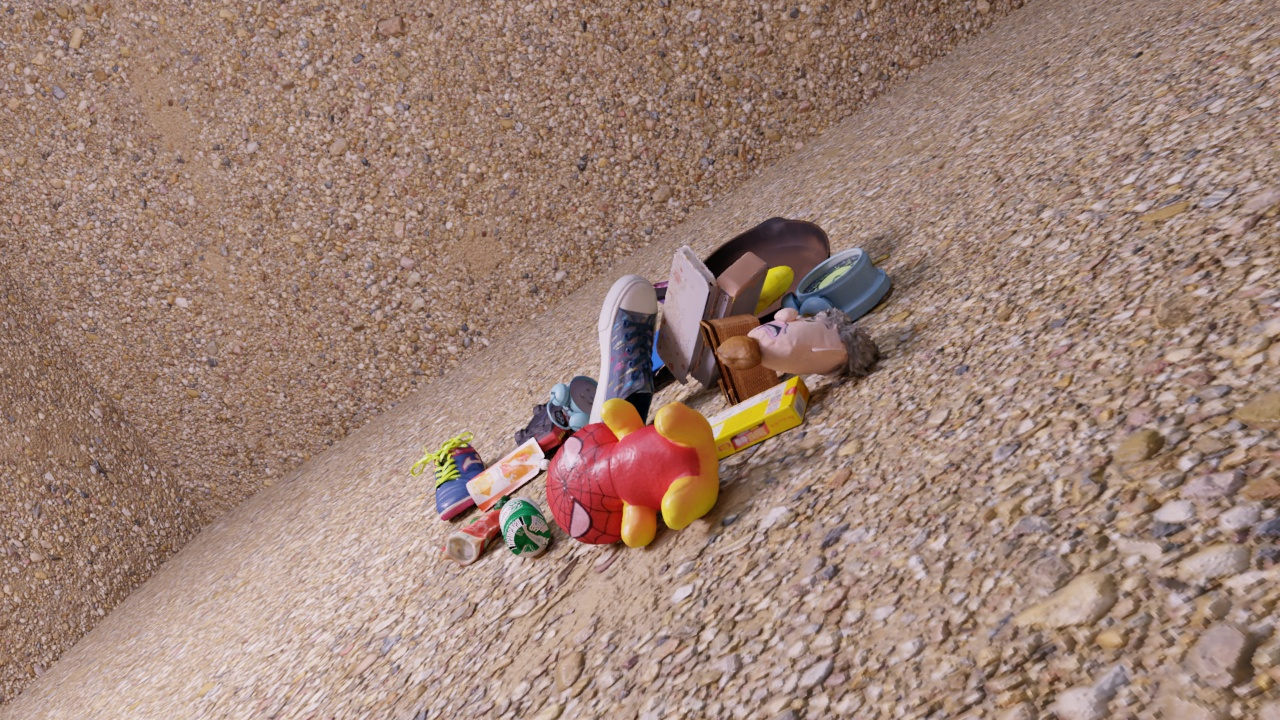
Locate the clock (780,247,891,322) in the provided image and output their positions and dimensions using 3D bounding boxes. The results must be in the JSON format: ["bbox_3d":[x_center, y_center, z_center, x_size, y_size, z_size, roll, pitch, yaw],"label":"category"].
[{"bbox_3d":[0.243,-0.080,1.171,0.162,0.060,0.118,-40,14,-10],"label":"clock"}]

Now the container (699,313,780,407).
[{"bbox_3d":[0.118,-0.001,1.080,0.061,0.114,0.063,-21,12,-3],"label":"container"}]

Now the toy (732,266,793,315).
[{"bbox_3d":[0.162,-0.093,1.217,0.096,0.041,0.094,-32,8,42],"label":"toy"}]

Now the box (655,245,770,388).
[{"bbox_3d":[0.095,-0.056,1.172,0.107,0.095,0.217,-16,-32,-17],"label":"box"}]

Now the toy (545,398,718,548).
[{"bbox_3d":[-0.013,0.118,0.927,0.217,0.098,0.147,-18,63,45],"label":"toy"}]

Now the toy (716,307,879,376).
[{"bbox_3d":[0.165,-0.019,0.984,0.175,0.076,0.133,-6,6,-19],"label":"toy"}]

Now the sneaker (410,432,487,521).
[{"bbox_3d":[-0.308,0.185,1.481,0.116,0.091,0.241,-31,12,-1],"label":"sneaker"}]

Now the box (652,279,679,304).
[{"bbox_3d":[0.139,-0.137,1.488,0.233,0.046,0.098,-12,-5,12],"label":"box"}]

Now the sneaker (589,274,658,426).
[{"bbox_3d":[-0.007,0.007,1.203,0.087,0.235,0.079,5,6,-38],"label":"sneaker"}]

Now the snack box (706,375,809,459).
[{"bbox_3d":[0.109,0.071,0.998,0.153,0.025,0.075,-28,13,27],"label":"snack box"}]

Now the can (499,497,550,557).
[{"bbox_3d":[-0.137,0.195,1.083,0.053,0.053,0.101,-35,12,-7],"label":"can"}]

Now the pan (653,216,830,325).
[{"bbox_3d":[0.120,-0.105,1.366,0.357,0.043,0.248,-9,41,34],"label":"pan"}]

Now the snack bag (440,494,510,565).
[{"bbox_3d":[-0.210,0.219,1.232,0.087,0.044,0.154,-23,10,19],"label":"snack bag"}]

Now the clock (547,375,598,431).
[{"bbox_3d":[-0.097,0.067,1.416,0.042,0.087,0.122,-41,-7,39],"label":"clock"}]

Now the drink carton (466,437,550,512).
[{"bbox_3d":[-0.196,0.169,1.365,0.122,0.039,0.069,-35,46,-3],"label":"drink carton"}]

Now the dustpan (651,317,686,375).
[{"bbox_3d":[0.089,-0.054,1.474,0.246,0.059,0.257,-32,22,6],"label":"dustpan"}]

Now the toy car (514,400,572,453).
[{"bbox_3d":[-0.143,0.099,1.474,0.082,0.056,0.189,-28,15,17],"label":"toy car"}]
